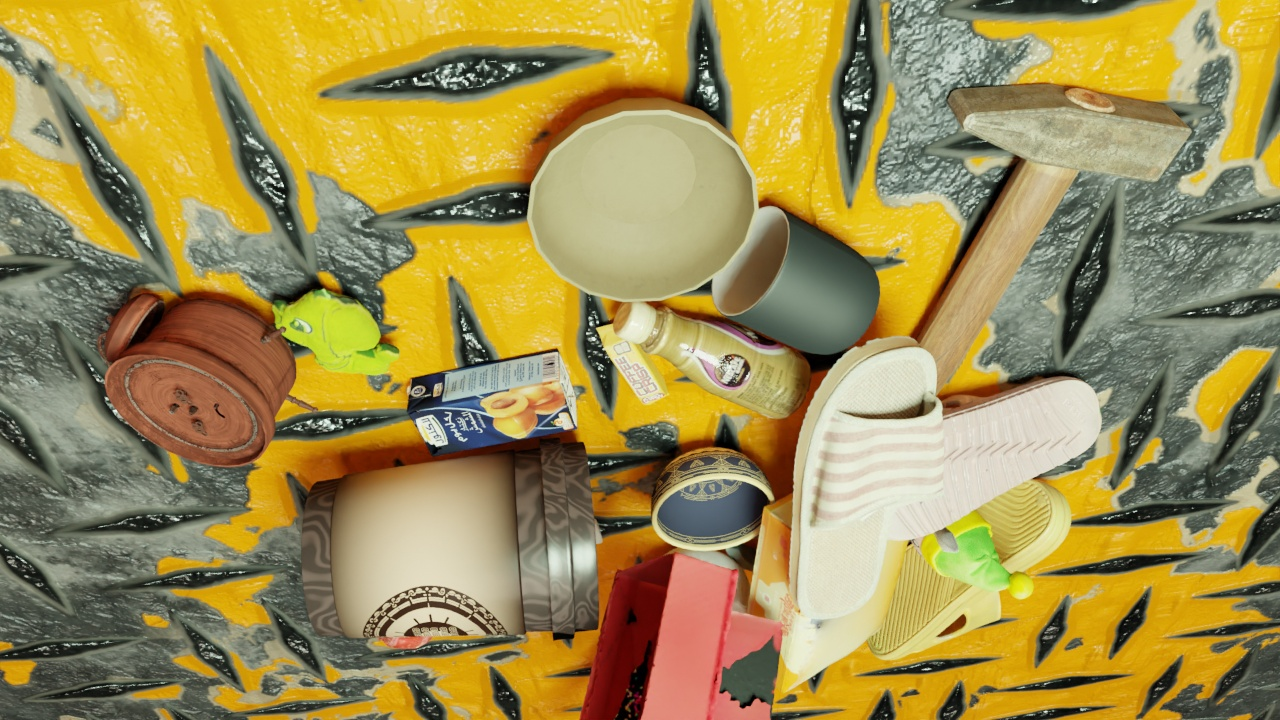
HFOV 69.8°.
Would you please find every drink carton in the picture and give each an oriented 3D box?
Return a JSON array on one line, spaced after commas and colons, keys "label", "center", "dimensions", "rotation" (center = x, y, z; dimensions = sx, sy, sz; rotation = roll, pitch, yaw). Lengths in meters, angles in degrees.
[{"label": "drink carton", "center": [-0.122, 0.037, 0.762], "dimensions": [0.130, 0.040, 0.064], "rotation": [-11, 134, 5]}]

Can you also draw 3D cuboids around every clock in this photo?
[{"label": "clock", "center": [-0.331, 0.012, 0.679], "dimensions": [0.158, 0.072, 0.121], "rotation": [6, 135, 8]}]

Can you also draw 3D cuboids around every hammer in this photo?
[{"label": "hammer", "center": [0.256, -0.066, 0.703], "dimensions": [0.158, 0.037, 0.302], "rotation": [6, 133, -12]}]

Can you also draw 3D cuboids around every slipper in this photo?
[{"label": "slipper", "center": [0.341, 0.222, 0.957], "dimensions": [0.078, 0.099, 0.264], "rotation": [24, 124, -29]}, {"label": "slipper", "center": [0.177, 0.106, 0.716], "dimensions": [0.115, 0.052, 0.263], "rotation": [-6, 121, -18]}, {"label": "slipper", "center": [0.290, 0.077, 0.815], "dimensions": [0.239, 0.064, 0.094], "rotation": [-22, 100, -9]}]

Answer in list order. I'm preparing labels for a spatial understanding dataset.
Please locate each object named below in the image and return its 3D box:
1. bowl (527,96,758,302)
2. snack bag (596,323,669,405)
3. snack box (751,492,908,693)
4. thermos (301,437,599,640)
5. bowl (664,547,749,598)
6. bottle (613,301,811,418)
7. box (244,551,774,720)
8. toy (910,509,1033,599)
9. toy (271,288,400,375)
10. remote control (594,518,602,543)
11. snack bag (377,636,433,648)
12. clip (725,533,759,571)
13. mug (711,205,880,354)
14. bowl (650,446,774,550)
[{"label": "bowl", "center": [0.000, -0.113, 0.620], "dimensions": [0.152, 0.050, 0.153], "rotation": [-3, 135, -3]}, {"label": "snack bag", "center": [-0.004, 0.004, 0.757], "dimensions": [0.026, 0.020, 0.099], "rotation": [-19, 133, 14]}, {"label": "snack box", "center": [0.181, 0.206, 0.868], "dimensions": [0.144, 0.080, 0.196], "rotation": [-20, 129, -31]}, {"label": "thermos", "center": [-0.155, 0.157, 0.779], "dimensions": [0.226, 0.172, 0.173], "rotation": [-4, 135, -7]}, {"label": "bowl", "center": [0.066, 0.227, 0.947], "dimensions": [0.115, 0.050, 0.115], "rotation": [18, 150, 10]}, {"label": "bottle", "center": [0.056, -0.005, 0.727], "dimensions": [0.166, 0.059, 0.060], "rotation": [22, 128, -24]}, {"label": "box", "center": [-0.099, 0.226, 0.676], "dimensions": [0.351, 0.216, 0.198], "rotation": [20, 155, -10]}, {"label": "toy", "center": [0.306, 0.166, 0.871], "dimensions": [0.097, 0.131, 0.124], "rotation": [-13, 134, 14]}, {"label": "toy", "center": [-0.231, -0.018, 0.701], "dimensions": [0.094, 0.036, 0.094], "rotation": [9, 142, -11]}, {"label": "remote control", "center": [-0.105, 0.181, 0.926], "dimensions": [0.131, 0.012, 0.033], "rotation": [-10, 132, 4]}, {"label": "snack bag", "center": [-0.223, 0.228, 0.913], "dimensions": [0.082, 0.082, 0.177], "rotation": [15, 131, -20]}, {"label": "clip", "center": [0.171, 0.191, 0.954], "dimensions": [0.163, 0.028, 0.113], "rotation": [24, 129, -27]}, {"label": "mug", "center": [0.104, -0.050, 0.680], "dimensions": [0.094, 0.085, 0.122], "rotation": [22, 156, -27]}, {"label": "bowl", "center": [0.064, 0.118, 0.847], "dimensions": [0.112, 0.061, 0.113], "rotation": [-3, 135, -3]}]
